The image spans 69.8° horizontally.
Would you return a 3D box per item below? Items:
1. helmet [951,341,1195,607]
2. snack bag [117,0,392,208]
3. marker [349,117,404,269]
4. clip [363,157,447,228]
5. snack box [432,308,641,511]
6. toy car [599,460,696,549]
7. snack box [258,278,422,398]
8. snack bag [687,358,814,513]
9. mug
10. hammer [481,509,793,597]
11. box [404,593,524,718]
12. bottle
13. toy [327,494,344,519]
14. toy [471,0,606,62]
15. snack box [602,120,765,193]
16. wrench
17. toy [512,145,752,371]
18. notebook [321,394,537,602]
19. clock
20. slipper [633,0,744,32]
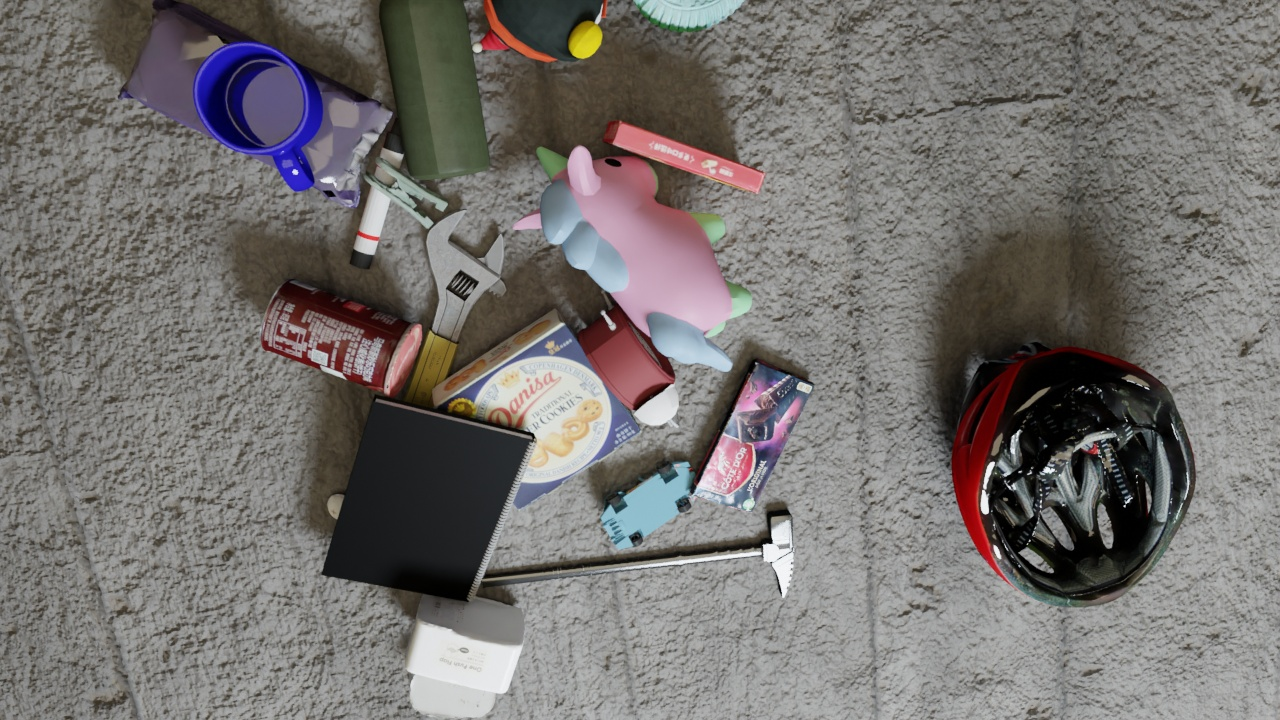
[{"bbox_3d":[0.412,0.112,0.896,0.217,0.167,0.272,-21,107,-1],"label":"helmet"},{"bbox_3d":[-0.320,-0.214,0.768,0.205,0.058,0.096,25,101,-13],"label":"snack bag"},{"bbox_3d":[-0.230,-0.152,0.817,0.019,0.019,0.146,18,103,-12],"label":"marker"},{"bbox_3d":[-0.207,-0.149,0.805,0.047,0.023,0.076,-51,133,6],"label":"clip"},{"bbox_3d":[-0.097,0.049,0.870,0.144,0.042,0.145,-33,117,3],"label":"snack box"},{"bbox_3d":[0.008,0.142,0.927,0.107,0.027,0.060,-32,109,-15],"label":"toy car"},{"bbox_3d":[-0.264,-0.020,0.814,0.121,0.072,0.072,20,102,-1],"label":"snack box"},{"bbox_3d":[0.112,0.078,0.922,0.074,0.018,0.155,19,102,-22],"label":"snack bag"},{"bbox_3d":[-0.284,-0.184,0.708,0.079,0.083,0.111,-24,106,-6],"label":"mug"},{"bbox_3d":[0.000,0.218,0.955,0.325,0.015,0.095,-5,106,-5],"label":"hammer"},{"bbox_3d":[-0.184,0.308,0.910,0.110,0.103,0.130,19,95,-10],"label":"box"},{"bbox_3d":[-0.176,-0.259,0.766,0.071,0.071,0.207,-8,107,-5],"label":"bottle"},{"bbox_3d":[-0.239,0.152,0.893,0.125,0.037,0.076,-14,113,3],"label":"toy"},{"bbox_3d":[-0.083,-0.293,0.756,0.099,0.119,0.097,25,78,-24],"label":"toy"},{"bbox_3d":[0.036,-0.180,0.806,0.133,0.089,0.021,16,102,-11],"label":"snack box"},{"bbox_3d":[-0.195,-0.008,0.863,0.083,0.018,0.274,20,102,-12],"label":"wrench"},{"bbox_3d":[-0.001,-0.087,0.791,0.170,0.120,0.222,-6,68,-38],"label":"toy"},{"bbox_3d":[-0.199,0.136,0.858,0.149,0.016,0.207,16,117,-17],"label":"notebook"},{"bbox_3d":[-0.005,0.005,0.850,0.048,0.096,0.137,-36,107,10],"label":"clock"},{"bbox_3d":[0.051,-0.402,0.759,0.116,0.069,0.276,8,90,-10],"label":"slipper"}]
